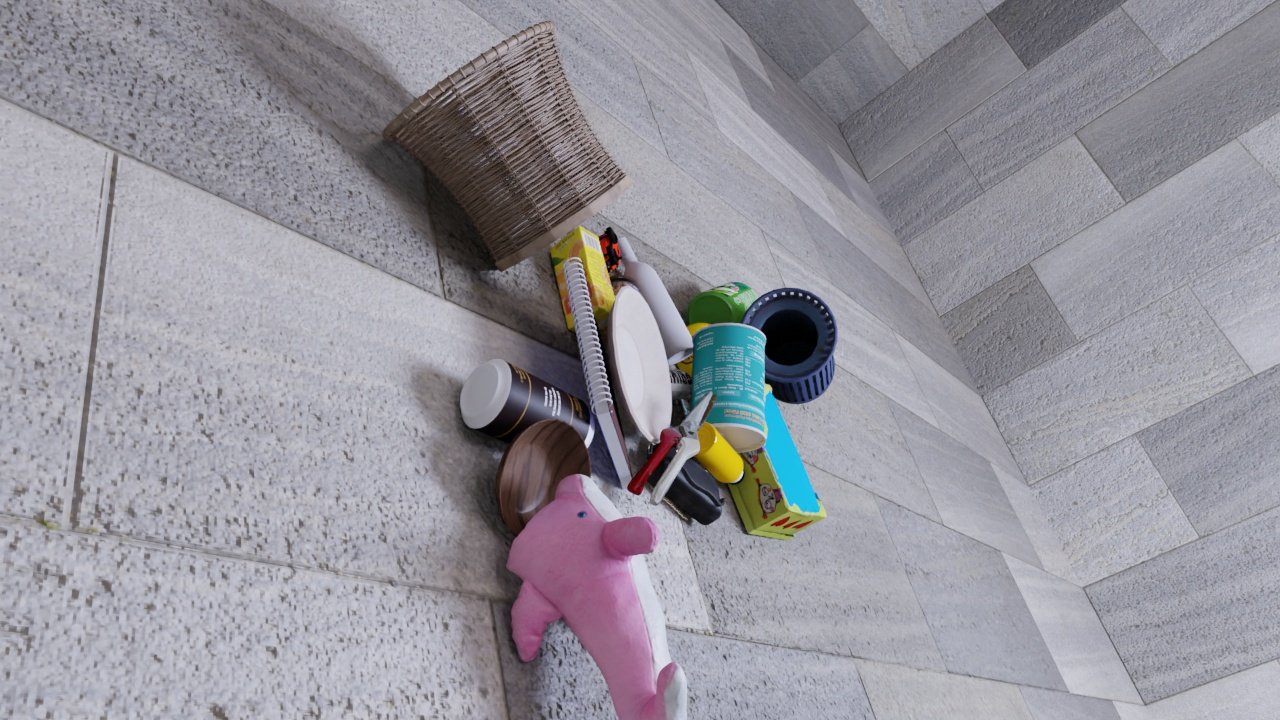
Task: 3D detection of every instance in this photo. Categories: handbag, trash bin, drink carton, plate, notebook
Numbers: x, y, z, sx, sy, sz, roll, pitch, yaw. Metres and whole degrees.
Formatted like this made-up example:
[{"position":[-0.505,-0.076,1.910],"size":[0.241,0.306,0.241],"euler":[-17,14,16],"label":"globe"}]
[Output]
[{"position":[0.055,0.142,1.110],"size":[0.128,0.054,0.079],"euler":[41,25,-22],"label":"handbag"},{"position":[0.237,-0.012,1.428],"size":[0.139,0.139,0.249],"euler":[63,6,16],"label":"trash bin"},{"position":[-0.072,-0.099,1.168],"size":[0.043,0.059,0.134],"euler":[25,40,-46],"label":"drink carton"},{"position":[-0.006,0.007,1.090],"size":[0.188,0.027,0.188],"euler":[-11,90,-72],"label":"plate"},{"position":[-0.046,0.014,1.028],"size":[0.172,0.022,0.208],"euler":[75,1,-54],"label":"notebook"}]

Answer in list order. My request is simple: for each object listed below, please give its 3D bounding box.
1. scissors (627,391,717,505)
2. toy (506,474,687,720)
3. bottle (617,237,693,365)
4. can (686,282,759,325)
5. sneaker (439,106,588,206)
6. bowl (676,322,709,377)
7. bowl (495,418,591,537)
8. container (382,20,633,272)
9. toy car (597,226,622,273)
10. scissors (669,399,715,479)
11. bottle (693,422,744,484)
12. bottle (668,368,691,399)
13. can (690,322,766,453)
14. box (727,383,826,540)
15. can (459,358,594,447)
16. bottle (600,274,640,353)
[{"position":[0.039,0.093,1.063],"size":[0.140,0.015,0.188],"euler":[3,42,-10],"label":"scissors"},{"position":[-0.045,0.215,0.782],"size":[0.127,0.187,0.265],"euler":[-11,51,-22],"label":"toy"},{"position":[0.013,-0.089,1.308],"size":[0.052,0.053,0.195],"euler":[-1,60,-60],"label":"bottle"},{"position":[0.136,-0.079,1.468],"size":[0.083,0.083,0.143],"euler":[57,26,4],"label":"can"},{"position":[-0.156,-0.288,1.211],"size":[0.236,0.090,0.099],"euler":[21,42,-50],"label":"sneaker"},{"position":[0.106,-0.008,1.354],"size":[0.117,0.068,0.117],"euler":[40,30,-29],"label":"bowl"},{"position":[-0.099,0.113,0.867],"size":[0.119,0.032,0.119],"euler":[-7,99,-50],"label":"bowl"},{"position":[-0.140,-0.234,1.043],"size":[0.196,0.227,0.226],"euler":[56,25,-13],"label":"container"},{"position":[-0.052,-0.143,1.257],"size":[0.100,0.051,0.049],"euler":[-93,158,-57],"label":"toy car"},{"position":[0.058,0.096,1.220],"size":[0.118,0.015,0.139],"euler":[30,30,-44],"label":"scissors"},{"position":[0.099,0.123,1.167],"size":[0.143,0.043,0.043],"euler":[47,21,-56],"label":"bottle"},{"position":[0.041,0.032,1.227],"size":[0.115,0.041,0.041],"euler":[6,54,-58],"label":"bottle"},{"position":[0.115,0.037,1.206],"size":[0.099,0.099,0.143],"euler":[29,55,-42],"label":"can"},{"position":[0.166,0.135,1.283],"size":[0.124,0.080,0.220],"euler":[17,47,-53],"label":"box"},{"position":[-0.111,0.052,0.908],"size":[0.128,0.072,0.071],"euler":[30,35,-41],"label":"can"},{"position":[-0.026,-0.058,1.202],"size":[0.056,0.056,0.105],"euler":[37,32,-33],"label":"bottle"}]
